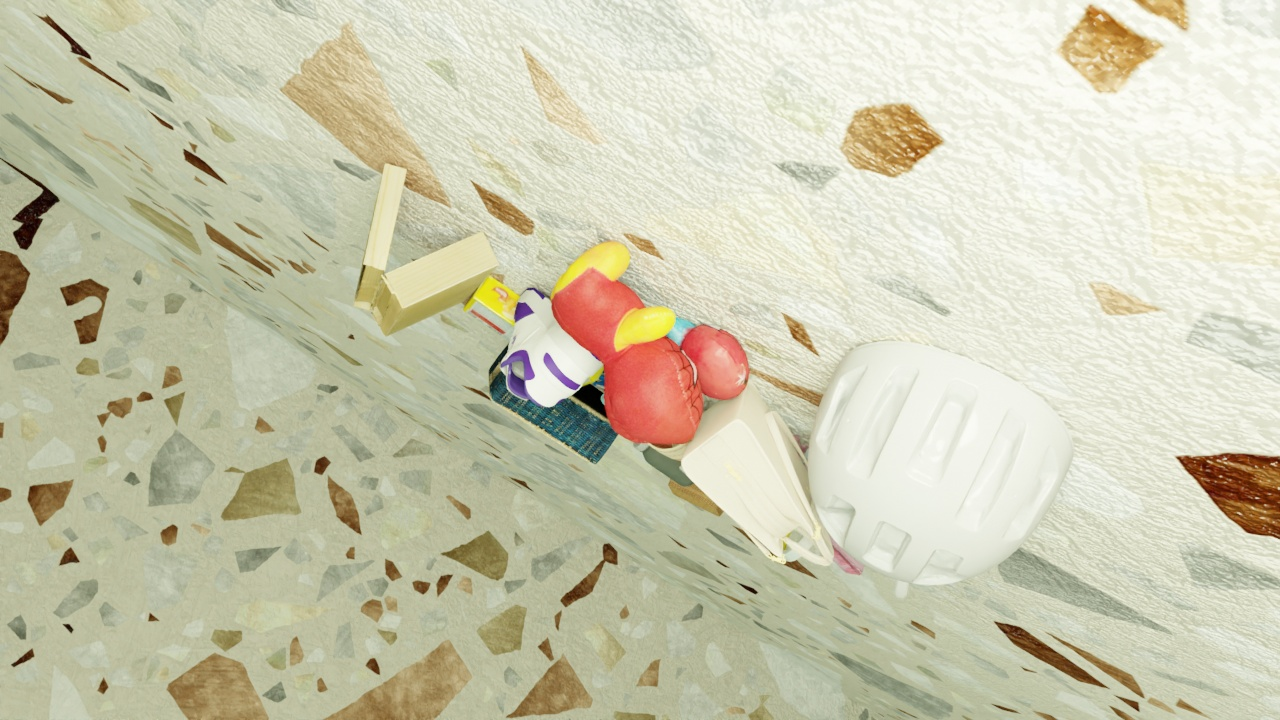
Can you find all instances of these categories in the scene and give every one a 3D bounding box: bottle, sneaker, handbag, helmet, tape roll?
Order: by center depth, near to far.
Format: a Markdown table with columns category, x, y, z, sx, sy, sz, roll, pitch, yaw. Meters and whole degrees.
| category | x | y | z | sx | sy | sz | roll | pitch | yaw |
| --- | --- | --- | --- | --- | --- | --- | --- | --- | --- |
| helmet | 0.266 | 0.093 | 0.844 | 0.224 | 0.183 | 0.283 | 24 | 142 | 10 |
| handbag | 0.142 | 0.135 | 0.978 | 0.198 | 0.101 | 0.194 | 51 | -165 | -2 |
| sneaker | -0.121 | -0.008 | 1.102 | 0.092 | 0.111 | 0.244 | 44 | 177 | -24 |
| tape roll | 0.230 | 0.246 | 1.331 | 0.019 | 0.094 | 0.094 | 34 | 163 | -10 |
| bottle | 0.044 | 0.145 | 1.420 | 0.108 | 0.060 | 0.060 | 36 | 163 | -16 |

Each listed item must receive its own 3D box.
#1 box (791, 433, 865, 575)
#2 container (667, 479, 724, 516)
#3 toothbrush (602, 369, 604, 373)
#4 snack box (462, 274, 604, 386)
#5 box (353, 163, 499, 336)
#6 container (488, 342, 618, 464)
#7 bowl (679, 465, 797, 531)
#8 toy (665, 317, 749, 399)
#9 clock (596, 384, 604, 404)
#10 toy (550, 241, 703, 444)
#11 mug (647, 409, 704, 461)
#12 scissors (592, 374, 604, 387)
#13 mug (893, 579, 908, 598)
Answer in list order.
| category | x | y | z | sx | sy | sz | roll | pitch | yaw |
| --- | --- | --- | --- | --- | --- | --- | --- | --- | --- |
| box | 0.244 | 0.182 | 1.150 | 0.080 | 0.099 | 0.232 | -12 | 136 | 37 |
| container | 0.100 | 0.200 | 1.474 | 0.114 | 0.061 | 0.063 | 23 | 162 | 23 |
| toothbrush | -0.007 | 0.007 | 1.195 | 0.017 | 0.016 | 0.190 | 30 | 164 | -21 |
| snack box | -0.144 | -0.036 | 1.260 | 0.200 | 0.042 | 0.092 | 35 | 163 | -11 |
| box | -0.291 | -0.116 | 1.136 | 0.179 | 0.141 | 0.249 | 44 | 161 | -9 |
| container | -0.126 | 0.055 | 1.345 | 0.187 | 0.071 | 0.145 | 34 | -171 | -18 |
| bowl | 0.141 | 0.156 | 1.197 | 0.176 | 0.058 | 0.176 | 27 | 179 | 0 |
| toy | 0.064 | -0.008 | 0.969 | 0.133 | 0.062 | 0.092 | 40 | 156 | 38 |
| clock | -0.001 | 0.065 | 1.277 | 0.123 | 0.041 | 0.088 | 33 | 152 | -21 |
| toy | -0.012 | -0.007 | 0.927 | 0.216 | 0.098 | 0.148 | 62 | 167 | 1 |
| mug | 0.068 | 0.090 | 1.213 | 0.112 | 0.085 | 0.104 | -8 | 157 | 18 |
| scissors | -0.044 | 0.030 | 1.323 | 0.131 | 0.018 | 0.109 | 21 | 158 | 25 |
| mug | 0.311 | 0.219 | 1.076 | 0.083 | 0.119 | 0.096 | 8 | 156 | 17 |
